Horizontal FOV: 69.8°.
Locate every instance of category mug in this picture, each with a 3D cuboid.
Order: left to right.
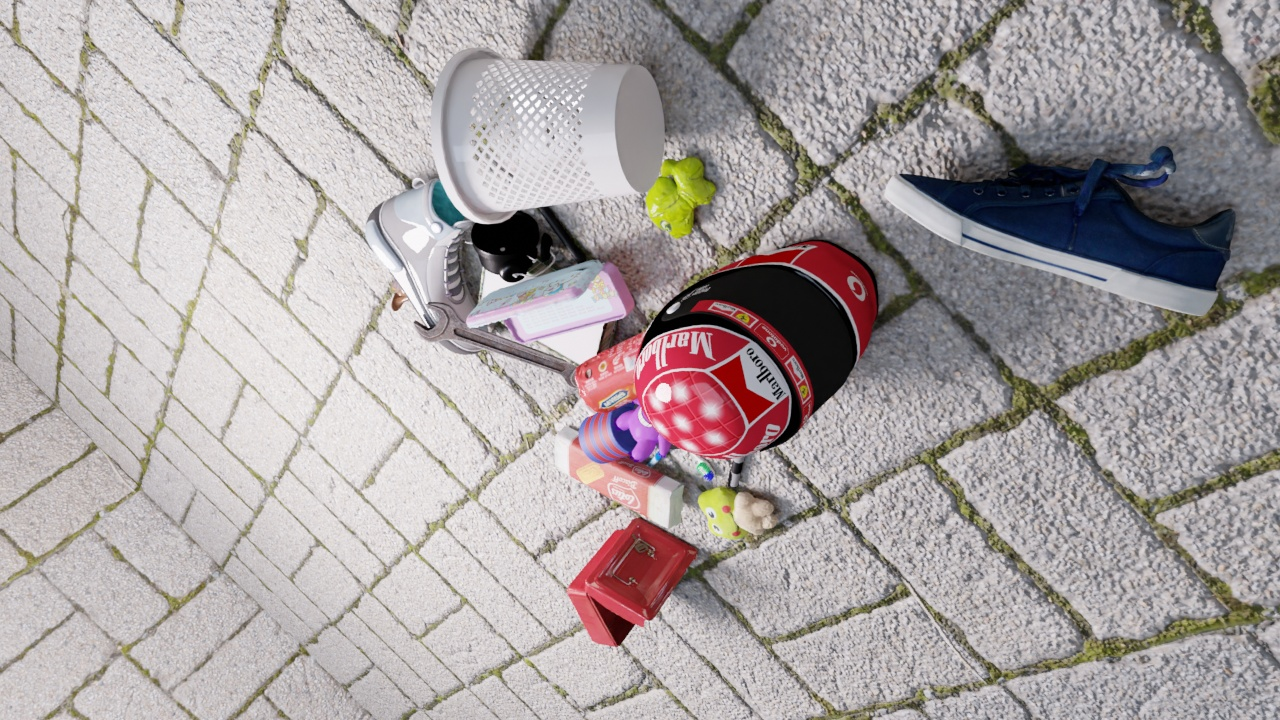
[{"bbox_3d":[-0.045,0.088,1.324,0.076,0.074,0.112,-24,90,46],"label":"mug"}]

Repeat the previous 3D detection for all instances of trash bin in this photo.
[{"bbox_3d":[-0.090,-0.250,1.013,0.200,0.194,0.196,4,125,24],"label":"trash bin"}]

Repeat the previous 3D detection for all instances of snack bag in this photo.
[{"bbox_3d":[-0.036,0.177,1.394,0.225,0.041,0.078,25,131,29],"label":"snack bag"},{"bbox_3d":[-0.007,0.007,1.200,0.177,0.082,0.082,-25,106,29],"label":"snack bag"}]

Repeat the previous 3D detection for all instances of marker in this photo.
[{"bbox_3d":[0.019,0.150,1.364,0.013,0.013,0.142,40,138,3],"label":"marker"},{"bbox_3d":[0.136,0.122,1.250,0.016,0.016,0.141,24,134,20],"label":"marker"}]

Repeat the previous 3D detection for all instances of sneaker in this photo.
[{"bbox_3d":[-0.266,-0.133,1.307,0.161,0.092,0.257,-21,110,36],"label":"sneaker"},{"bbox_3d":[0.370,-0.143,0.814,0.295,0.120,0.127,20,111,20],"label":"sneaker"}]

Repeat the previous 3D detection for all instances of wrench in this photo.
[{"bbox_3d":[-0.193,-0.019,1.319,0.273,0.010,0.070,20,122,-4],"label":"wrench"}]

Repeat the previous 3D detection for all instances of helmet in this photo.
[{"bbox_3d":[0.111,0.001,1.020,0.272,0.223,0.197,-26,106,47],"label":"helmet"}]

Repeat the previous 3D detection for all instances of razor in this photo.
[{"bbox_3d":[-0.119,-0.184,1.197,0.144,0.022,0.043,48,180,-12],"label":"razor"}]

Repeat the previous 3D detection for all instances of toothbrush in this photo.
[{"bbox_3d":[0.045,0.099,1.301,0.186,0.016,0.015,49,134,-7],"label":"toothbrush"}]

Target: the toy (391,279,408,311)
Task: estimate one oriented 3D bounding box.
[{"bbox_3d":[-0.356,-0.114,1.416,0.102,0.041,0.055,-14,136,34],"label":"toy"}]

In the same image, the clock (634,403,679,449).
[{"bbox_3d":[0.035,0.063,1.255,0.095,0.035,0.122,-26,101,34],"label":"clock"}]

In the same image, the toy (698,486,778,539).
[{"bbox_3d":[0.140,0.219,1.305,0.118,0.043,0.092,-4,119,37],"label":"toy"}]

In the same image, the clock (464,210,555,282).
[{"bbox_3d":[-0.168,-0.148,1.209,0.121,0.091,0.043,33,148,24],"label":"clock"}]

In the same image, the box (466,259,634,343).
[{"bbox_3d":[-0.122,-0.062,1.175,0.215,0.092,0.089,-12,112,39],"label":"box"}]

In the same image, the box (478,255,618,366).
[{"bbox_3d":[-0.127,-0.077,1.268,0.205,0.049,0.118,28,132,15],"label":"box"}]

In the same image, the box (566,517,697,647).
[{"bbox_3d":[-0.020,0.360,1.461,0.152,0.156,0.166,31,139,17],"label":"box"}]

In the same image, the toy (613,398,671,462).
[{"bbox_3d":[0.019,0.082,1.214,0.088,0.055,0.106,-50,51,29],"label":"toy"}]

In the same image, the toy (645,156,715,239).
[{"bbox_3d":[0.043,-0.188,1.059,0.094,0.036,0.094,-14,115,34],"label":"toy"}]
